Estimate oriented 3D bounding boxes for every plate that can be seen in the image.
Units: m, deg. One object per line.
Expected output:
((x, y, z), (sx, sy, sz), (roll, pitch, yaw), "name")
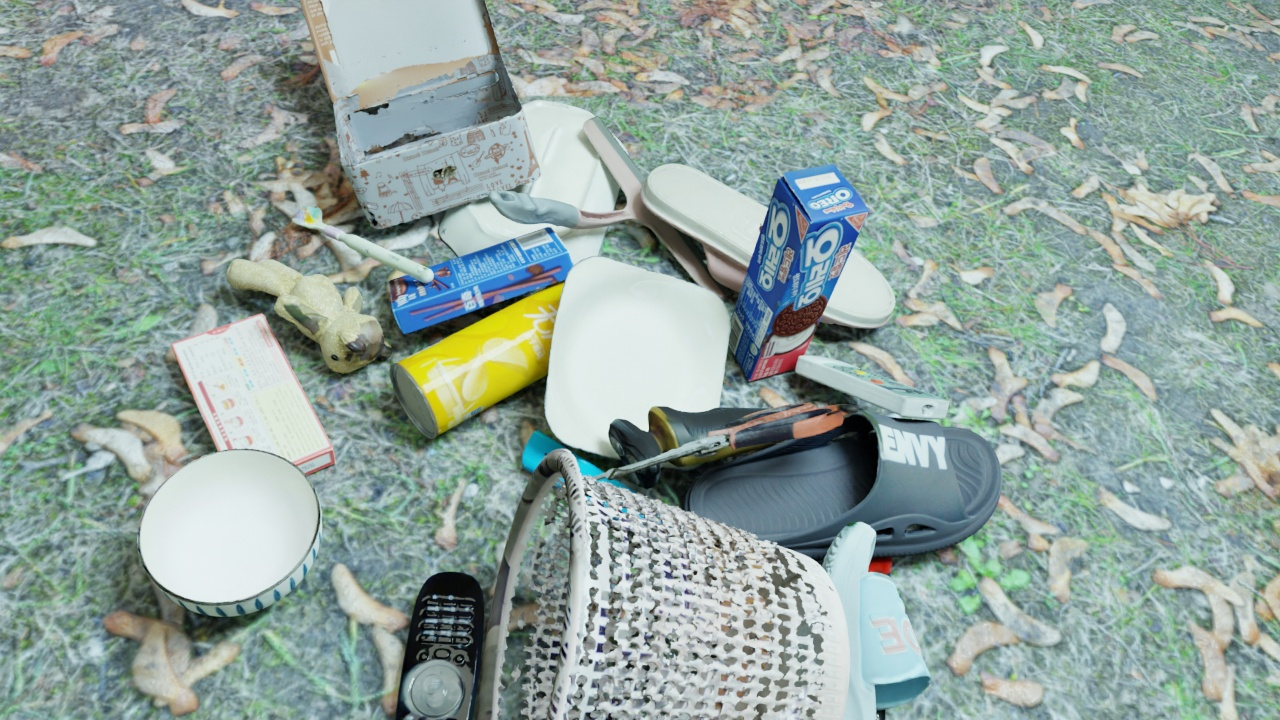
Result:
((-0.103, -0.185, 0.940), (0.162, 0.034, 0.265), (14, 52, 1), "plate")
((-0.005, 0.005, 0.774), (0.163, 0.034, 0.164), (15, 77, -25), "plate")

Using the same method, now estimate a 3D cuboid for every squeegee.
((-0.057, -0.137, 0.844), (0.249, 0.040, 0.247), (-11, 62, -55), "squeegee")

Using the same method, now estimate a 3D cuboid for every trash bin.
((0.014, 0.184, 0.581), (0.192, 0.228, 0.227), (12, 51, -16), "trash bin")

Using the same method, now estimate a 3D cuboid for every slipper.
((0.156, 0.222, 0.611), (0.074, 0.104, 0.244), (-1, 57, 12), "slipper")
((0.166, 0.097, 0.726), (0.268, 0.083, 0.110), (-9, 52, -6), "slipper")
((0.119, -0.104, 0.899), (0.274, 0.055, 0.113), (30, 46, 6), "slipper")

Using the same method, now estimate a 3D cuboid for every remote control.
((0.196, 0.021, 0.790), (0.056, 0.019, 0.135), (6, 12, -33), "remote control")
((-0.138, 0.213, 0.635), (0.053, 0.024, 0.136), (6, 53, -6), "remote control")

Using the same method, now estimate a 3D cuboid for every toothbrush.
((-0.251, -0.105, 0.830), (0.190, 0.020, 0.029), (26, 51, 32), "toothbrush")

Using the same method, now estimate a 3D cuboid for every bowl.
((-0.283, 0.128, 0.647), (0.116, 0.066, 0.116), (6, 54, -8), "bowl")

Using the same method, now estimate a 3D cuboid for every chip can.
((-0.104, -0.013, 0.786), (0.212, 0.072, 0.072), (-31, 63, -27), "chip can")

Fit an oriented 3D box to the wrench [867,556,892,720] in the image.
((0.184, 0.181, 0.720), (0.056, 0.016, 0.272), (15, 51, 8), "wrench")

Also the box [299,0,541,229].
((-0.216, -0.269, 0.904), (0.179, 0.125, 0.273), (-18, 71, -6), "box")

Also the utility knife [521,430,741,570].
((-0.005, 0.117, 0.721), (0.216, 0.018, 0.034), (28, 55, 20), "utility knife")

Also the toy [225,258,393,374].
((-0.286, -0.043, 0.787), (0.157, 0.066, 0.105), (31, 10, 15), "toy")

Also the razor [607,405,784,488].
((0.052, 0.066, 0.753), (0.167, 0.068, 0.062), (-5, 26, -34), "razor")

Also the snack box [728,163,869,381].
((0.126, -0.067, 0.778), (0.058, 0.208, 0.057), (-14, 56, -19), "snack box")

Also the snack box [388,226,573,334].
((-0.142, -0.073, 0.810), (0.157, 0.026, 0.084), (-20, 27, -9), "snack box")

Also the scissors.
((0.069, 0.059, 0.676), (0.197, 0.205, 0.015), (-9, 94, 18), "scissors")

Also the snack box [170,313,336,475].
((-0.313, 0.034, 0.740), (0.076, 0.027, 0.155), (-23, 60, -25), "snack box")
